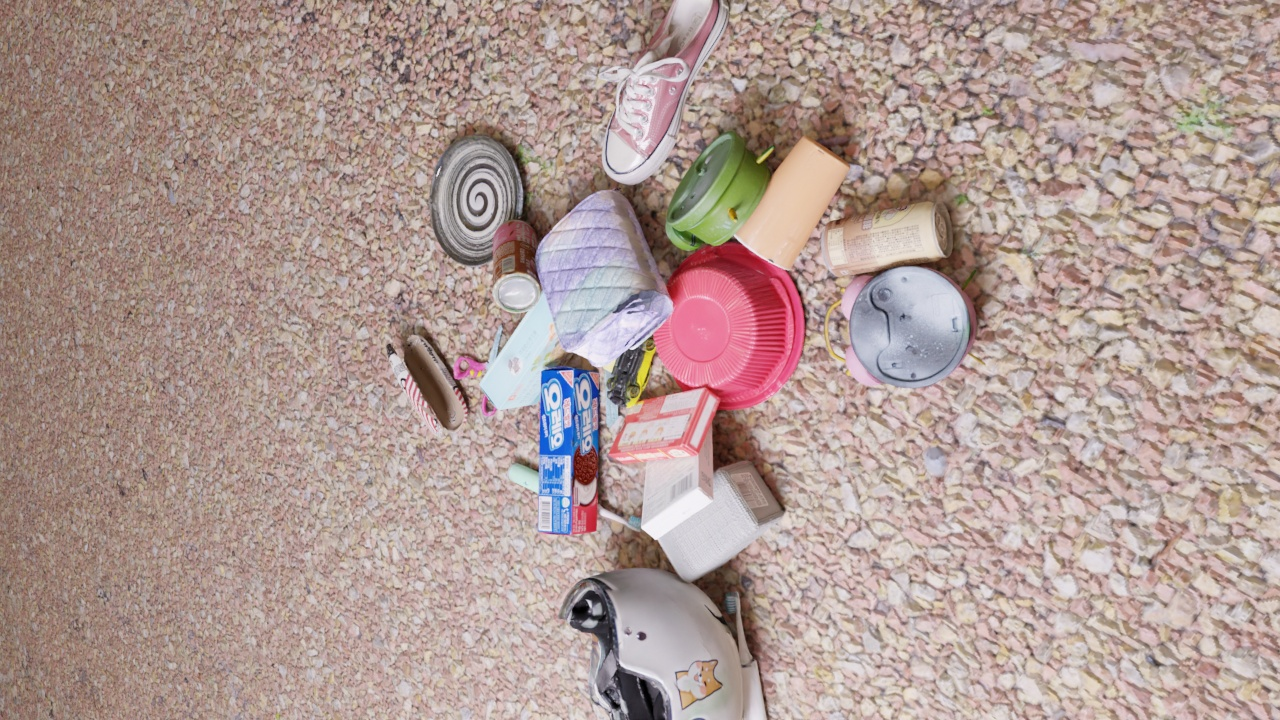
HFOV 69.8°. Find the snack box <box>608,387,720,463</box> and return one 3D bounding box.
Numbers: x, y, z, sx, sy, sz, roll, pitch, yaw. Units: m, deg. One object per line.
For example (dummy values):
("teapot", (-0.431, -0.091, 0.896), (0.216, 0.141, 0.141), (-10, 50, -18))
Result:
("snack box", (0.025, 0.076, 1.046), (0.153, 0.025, 0.075), (-16, 45, 56))

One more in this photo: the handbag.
("handbag", (-0.043, -0.095, 1.058), (0.134, 0.075, 0.193), (-40, 46, 23))

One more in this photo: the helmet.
("helmet", (0.032, 0.352, 1.035), (0.230, 0.156, 0.274), (-9, 102, 67))

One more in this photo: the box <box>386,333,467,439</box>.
("box", (-0.300, 0.034, 1.321), (0.163, 0.083, 0.075), (52, 161, 19))

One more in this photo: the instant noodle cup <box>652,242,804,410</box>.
("instant noodle cup", (0.083, -0.036, 1.024), (0.194, 0.065, 0.194), (5, 98, 35))

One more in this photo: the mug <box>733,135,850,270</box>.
("mug", (0.159, -0.166, 0.955), (0.078, 0.078, 0.123), (43, 111, 25))

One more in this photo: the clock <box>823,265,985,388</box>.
("clock", (0.254, -0.032, 0.905), (0.159, 0.059, 0.117), (-5, 93, 34))

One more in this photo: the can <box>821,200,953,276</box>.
("can", (0.242, -0.119, 0.905), (0.116, 0.058, 0.058), (-6, 91, 36))

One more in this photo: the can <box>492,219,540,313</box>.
("can", (-0.155, -0.119, 1.144), (0.058, 0.058, 0.147), (-54, 26, 26))

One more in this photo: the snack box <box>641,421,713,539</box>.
("snack box", (0.042, 0.120, 1.020), (0.085, 0.156, 0.027), (-39, 111, 24))

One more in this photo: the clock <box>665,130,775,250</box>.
("clock", (0.076, -0.176, 0.980), (0.116, 0.056, 0.161), (-62, 19, -14))

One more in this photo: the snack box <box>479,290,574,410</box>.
("snack box", (-0.129, -0.013, 1.172), (0.051, 0.074, 0.175), (49, 119, 21))

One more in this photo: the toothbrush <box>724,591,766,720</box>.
("toothbrush", (0.126, 0.376, 1.055), (0.026, 0.027, 0.221), (-10, 89, -4))

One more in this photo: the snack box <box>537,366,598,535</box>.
("snack box", (-0.090, 0.112, 1.147), (0.057, 0.058, 0.207), (-3, 84, 34))

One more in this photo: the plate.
("plate", (-0.220, -0.217, 1.250), (0.180, 0.024, 0.179), (4, 96, 37))

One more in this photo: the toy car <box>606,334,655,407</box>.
("toy car", (-0.007, 0.006, 1.108), (0.048, 0.032, 0.105), (19, 92, 49))

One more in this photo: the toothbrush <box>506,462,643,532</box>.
("toothbrush", (-0.086, 0.179, 1.189), (0.225, 0.026, 0.027), (18, 99, 33))

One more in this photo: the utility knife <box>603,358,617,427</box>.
("utility knife", (-0.039, -0.027, 1.140), (0.031, 0.022, 0.220), (0, 88, 36))

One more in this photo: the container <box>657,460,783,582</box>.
("container", (0.087, 0.176, 1.029), (0.115, 0.090, 0.090), (-41, 72, 28))

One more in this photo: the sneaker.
("sneaker", (0.011, -0.313, 1.034), (0.118, 0.087, 0.241), (42, 115, 25))

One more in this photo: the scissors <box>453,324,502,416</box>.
("scissors", (-0.207, 0.018, 1.269), (0.134, 0.017, 0.130), (-16, 83, 32))
